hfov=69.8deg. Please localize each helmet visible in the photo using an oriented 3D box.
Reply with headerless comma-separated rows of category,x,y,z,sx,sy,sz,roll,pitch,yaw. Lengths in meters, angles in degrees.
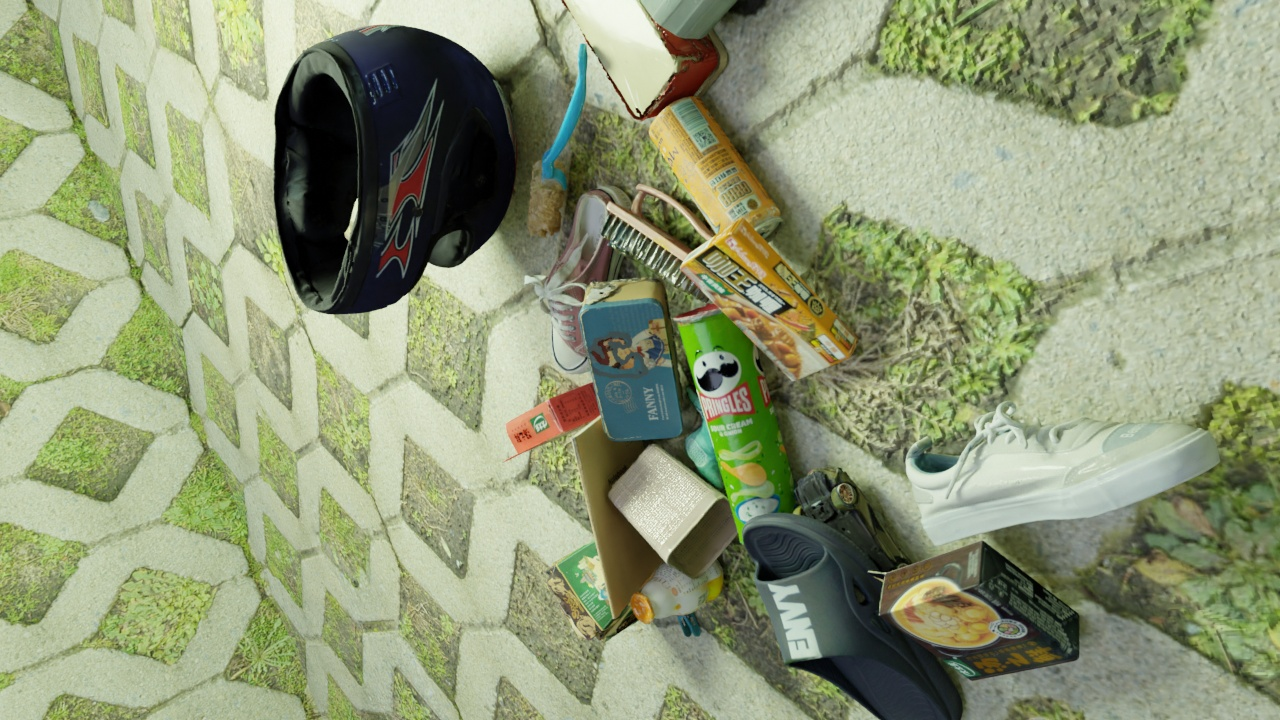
helmet,-0.264,-0.213,1.045,0.247,0.239,0.316,25,114,40

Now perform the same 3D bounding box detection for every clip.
clip,0.054,0.306,1.101,0.043,0.014,0.056,-20,93,52

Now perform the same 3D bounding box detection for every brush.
brush,0.032,-0.115,0.898,0.146,0.063,0.073,38,102,32
brush,-0.082,-0.219,0.947,0.255,0.046,0.083,118,161,-55

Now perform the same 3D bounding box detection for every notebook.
notebook,-0.020,0.158,1.021,0.008,0.147,0.208,-6,103,25

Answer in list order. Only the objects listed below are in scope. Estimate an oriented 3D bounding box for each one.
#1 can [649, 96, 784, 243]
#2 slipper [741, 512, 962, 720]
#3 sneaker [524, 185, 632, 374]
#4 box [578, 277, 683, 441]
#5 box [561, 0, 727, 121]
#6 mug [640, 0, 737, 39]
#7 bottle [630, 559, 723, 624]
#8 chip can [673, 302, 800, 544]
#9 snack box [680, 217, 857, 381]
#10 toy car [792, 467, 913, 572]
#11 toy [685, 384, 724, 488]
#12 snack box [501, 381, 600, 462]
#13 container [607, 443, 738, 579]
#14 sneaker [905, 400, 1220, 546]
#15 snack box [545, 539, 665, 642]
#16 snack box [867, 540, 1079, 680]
can,0.068,-0.166,0.829,0.146,0.058,0.058,58,141,13
slipper,0.184,0.251,0.820,0.268,0.083,0.111,51,137,-5
sneaker,-0.075,-0.079,1.014,0.118,0.087,0.242,42,134,29
box,-0.006,0.005,0.948,0.090,0.059,0.184,-7,121,11
box,-0.007,-0.309,0.834,0.168,0.080,0.092,60,142,10
mug,0.054,-0.346,0.757,0.104,0.083,0.123,-37,51,52
bottle,0.040,0.252,1.016,0.063,0.108,0.063,24,123,43
chip can,0.098,0.060,0.889,0.072,0.072,0.236,-7,102,51
snack box,0.113,-0.050,0.806,0.153,0.026,0.075,44,143,-12
toy car,0.200,0.169,0.841,0.158,0.042,0.070,56,140,6
toy,0.071,0.073,0.962,0.096,0.030,0.092,50,134,33
snack box,-0.096,0.067,1.076,0.113,0.126,0.044,-29,84,51
container,0.036,0.156,0.975,0.111,0.090,0.090,39,177,36
sneaker,0.288,0.068,0.665,0.243,0.089,0.090,-35,75,57
snack box,-0.032,0.261,1.117,0.118,0.117,0.106,53,127,15
snack box,0.263,0.204,0.741,0.113,0.053,0.126,36,138,-14
